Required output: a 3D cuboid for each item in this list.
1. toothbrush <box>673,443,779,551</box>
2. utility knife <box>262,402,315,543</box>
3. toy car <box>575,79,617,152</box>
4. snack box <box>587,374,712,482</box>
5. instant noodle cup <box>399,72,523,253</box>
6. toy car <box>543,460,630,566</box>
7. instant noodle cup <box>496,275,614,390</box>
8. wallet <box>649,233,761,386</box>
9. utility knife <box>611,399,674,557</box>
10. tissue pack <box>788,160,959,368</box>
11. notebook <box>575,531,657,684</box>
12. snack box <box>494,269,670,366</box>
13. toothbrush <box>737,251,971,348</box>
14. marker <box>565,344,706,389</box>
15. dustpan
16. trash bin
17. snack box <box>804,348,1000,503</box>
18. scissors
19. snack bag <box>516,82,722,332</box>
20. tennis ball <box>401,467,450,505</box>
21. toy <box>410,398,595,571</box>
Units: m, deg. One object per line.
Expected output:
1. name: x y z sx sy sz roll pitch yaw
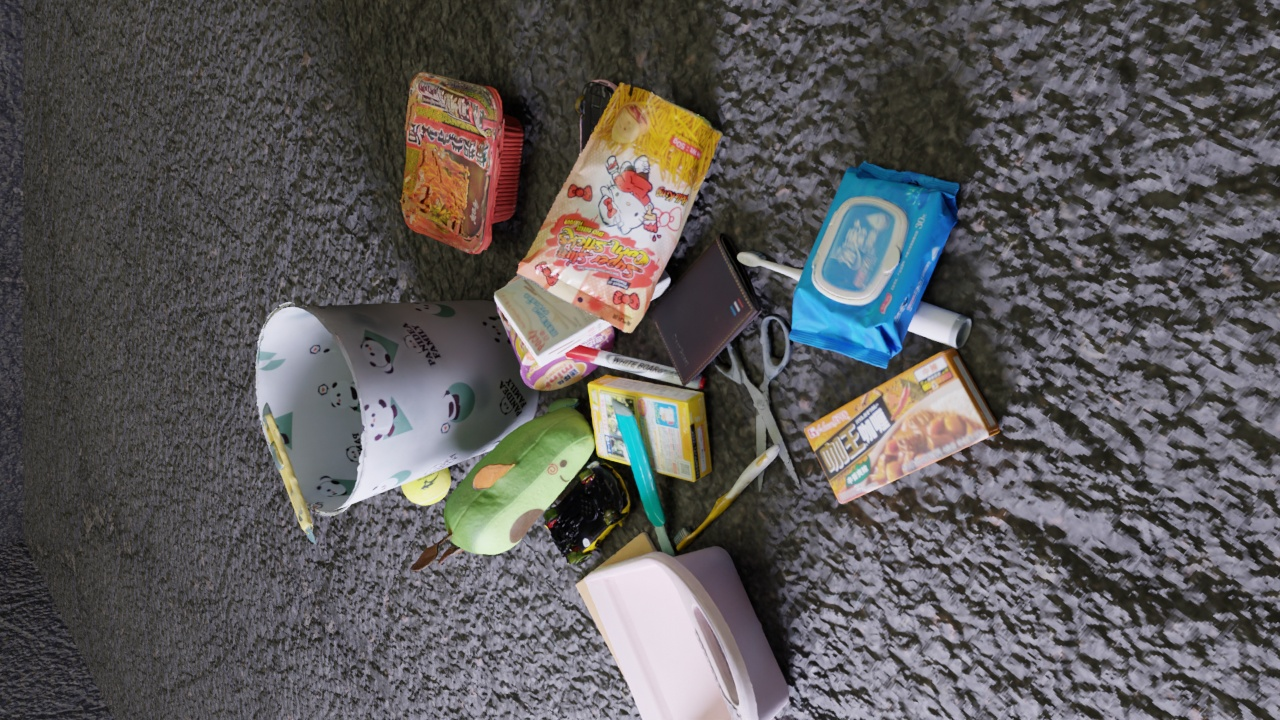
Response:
1. toothbrush: 0.082 0.136 0.905 0.018 0.016 0.192 58 134 25
2. utility knife: -0.382 0.124 1.000 0.031 0.018 0.165 -36 79 50
3. toy car: -0.037 -0.222 0.932 0.056 0.037 0.123 31 131 38
4. snack box: 0.008 0.068 0.946 0.141 0.033 0.087 8 113 40
5. instant noodle cup: -0.202 -0.226 1.054 0.165 0.078 0.189 26 115 37
6. toy car: -0.057 0.172 1.029 0.071 0.041 0.156 54 132 20
7. instant noodle cup: -0.097 -0.040 0.984 0.099 0.111 0.112 58 132 30
8. wallet: 0.060 -0.047 0.876 0.123 0.020 0.096 -48 50 39
9. utility knife: 0.006 0.130 0.945 0.029 0.013 0.205 6 121 43
10. tissue pack: 0.180 -0.077 0.723 0.095 0.052 0.157 25 94 37
11. notebook: 0.015 0.311 1.015 0.148 0.008 0.207 -45 69 39
12. snack box: -0.057 -0.069 0.911 0.084 0.156 0.027 54 167 20
13. toothbrush: 0.171 -0.059 0.777 0.221 0.026 0.027 26 124 37
14. marker: -0.005 0.005 0.921 0.145 0.017 0.017 14 110 13
15. dustpan: 0.023 0.293 0.904 0.274 0.138 0.222 -35 75 35
16. trash bin: -0.269 0.035 1.054 0.230 0.251 0.230 10 105 42
17. snack box: 0.213 0.057 0.763 0.154 0.026 0.075 -36 73 41
18. scissors: 0.112 0.034 0.862 0.159 0.014 0.175 42 126 28
19. snack bag: -0.016 -0.143 0.859 0.128 0.073 0.208 26 96 -6
20. tennis ball: -0.286 0.160 1.225 0.066 0.065 0.065 11 106 41
21. toy: -0.141 0.142 0.996 0.090 0.227 0.246 43 88 14
